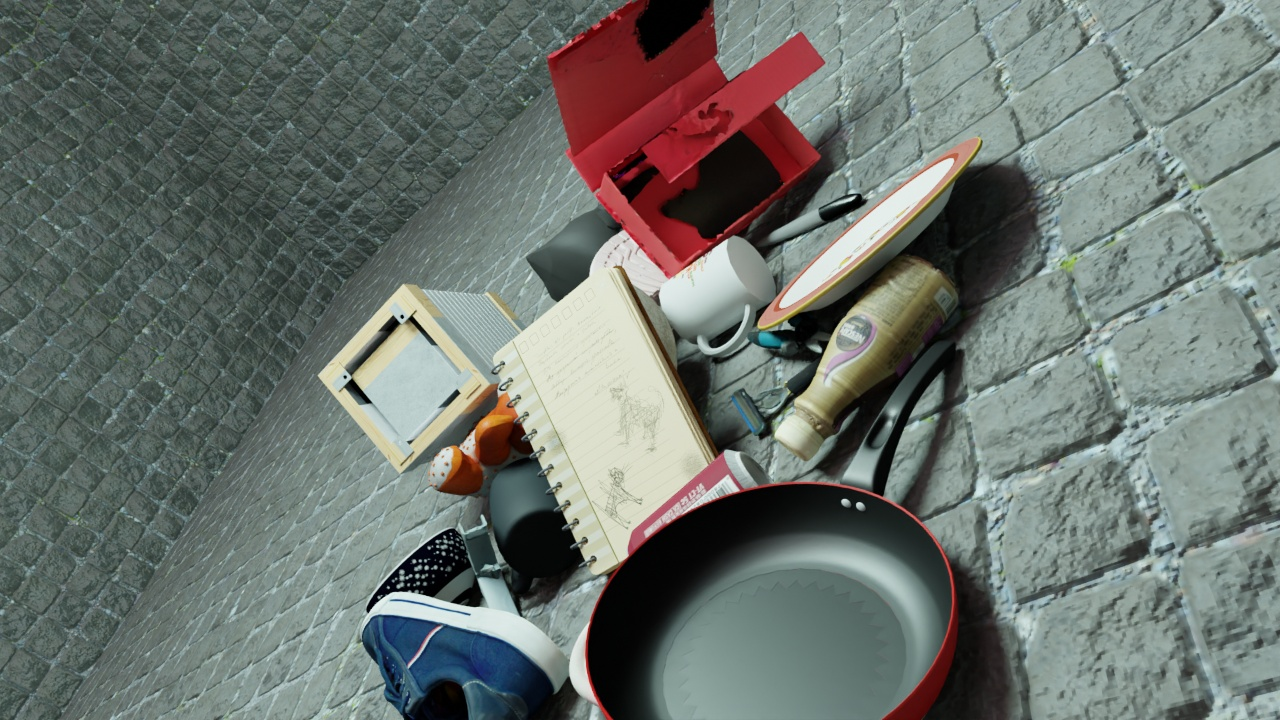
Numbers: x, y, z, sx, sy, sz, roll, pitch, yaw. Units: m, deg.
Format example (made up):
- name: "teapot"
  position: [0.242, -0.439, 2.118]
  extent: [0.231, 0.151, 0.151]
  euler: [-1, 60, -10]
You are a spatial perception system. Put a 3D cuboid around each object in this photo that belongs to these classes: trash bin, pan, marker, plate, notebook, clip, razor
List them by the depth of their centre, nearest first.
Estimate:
- name: "pan"
  position: [0.117, 0.107, 0.562]
  extent: [0.209, 0.067, 0.355]
  euler: [8, 39, 44]
- name: "razor"
  position: [0.143, 0.007, 0.750]
  extent: [0.144, 0.022, 0.042]
  euler: [-36, 68, 17]
- name: "plate"
  position: [0.190, -0.097, 0.759]
  extent: [0.230, 0.021, 0.229]
  euler: [-42, 3, 3]
- name: "notebook"
  position: [-0.033, 0.055, 0.784]
  extent: [0.168, 0.225, 0.024]
  euler: [-35, -17, 30]
- name: "clip"
  position: [-0.132, 0.227, 0.862]
  extent: [0.030, 0.158, 0.174]
  euler: [-19, -19, -13]
- name: "marker"
  position: [0.171, -0.141, 0.936]
  extent: [0.022, 0.016, 0.139]
  euler: [-27, 4, -41]
- name: "trash bin"
  position: [-0.221, 0.016, 1.083]
  extent: [0.142, 0.142, 0.246]
  euler: [-44, -8, 12]

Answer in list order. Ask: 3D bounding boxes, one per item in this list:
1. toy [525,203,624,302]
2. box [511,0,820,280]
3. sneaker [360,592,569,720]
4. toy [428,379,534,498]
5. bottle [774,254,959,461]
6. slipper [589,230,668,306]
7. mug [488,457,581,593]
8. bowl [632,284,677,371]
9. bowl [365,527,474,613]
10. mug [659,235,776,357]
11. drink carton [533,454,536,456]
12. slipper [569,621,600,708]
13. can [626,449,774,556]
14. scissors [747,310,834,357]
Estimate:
- name: "toy"
  position: [-0.045, -0.149, 1.172]
  extent: [0.159, 0.140, 0.183]
  euler: [102, -164, -45]
- name: "box"
  position: [0.024, -0.265, 0.957]
  extent: [0.210, 0.318, 0.121]
  euler: [-38, 19, -15]
- name: "sneaker"
  position: [-0.184, 0.286, 0.796]
  extent: [0.295, 0.121, 0.127]
  euler: [-12, 30, 50]
- name: "toy"
  position: [-0.131, 0.064, 0.939]
  extent: [0.173, 0.093, 0.163]
  euler: [-39, 1, 13]
- name: "bottle"
  position: [0.162, 0.001, 0.673]
  extent: [0.166, 0.059, 0.060]
  euler: [-51, 23, -3]
- name: "slipper"
  position: [0.032, -0.119, 1.043]
  extent: [0.094, 0.064, 0.238]
  euler: [33, 57, 25]
- name: "mug"
  position: [-0.103, 0.166, 0.876]
  extent: [0.094, 0.085, 0.122]
  euler: [-122, 47, -66]
- name: "bowl"
  position: [-0.005, 0.005, 0.891]
  extent: [0.081, 0.179, 0.178]
  euler: [0, 34, 1]
- name: "bowl"
  position: [-0.216, 0.239, 0.951]
  extent: [0.120, 0.066, 0.120]
  euler: [-45, -11, -11]
- name: "mug"
  position: [0.079, -0.056, 0.904]
  extent: [0.090, 0.073, 0.105]
  euler: [-33, 54, 33]
- name: "drink carton"
  position: [-0.084, 0.096, 0.986]
  extent: [0.123, 0.040, 0.058]
  euler: [-34, 27, 32]
- name: "slipper"
  position: [0.020, 0.203, 0.619]
  extent: [0.222, 0.055, 0.106]
  euler: [-9, 43, 55]
- name: "can"
  position: [0.047, 0.122, 0.683]
  extent: [0.114, 0.063, 0.063]
  euler: [-43, 24, 14]
- name: "scissors"
  position: [0.133, -0.026, 0.785]
  extent: [0.123, 0.019, 0.148]
  euler: [-24, 16, 34]
